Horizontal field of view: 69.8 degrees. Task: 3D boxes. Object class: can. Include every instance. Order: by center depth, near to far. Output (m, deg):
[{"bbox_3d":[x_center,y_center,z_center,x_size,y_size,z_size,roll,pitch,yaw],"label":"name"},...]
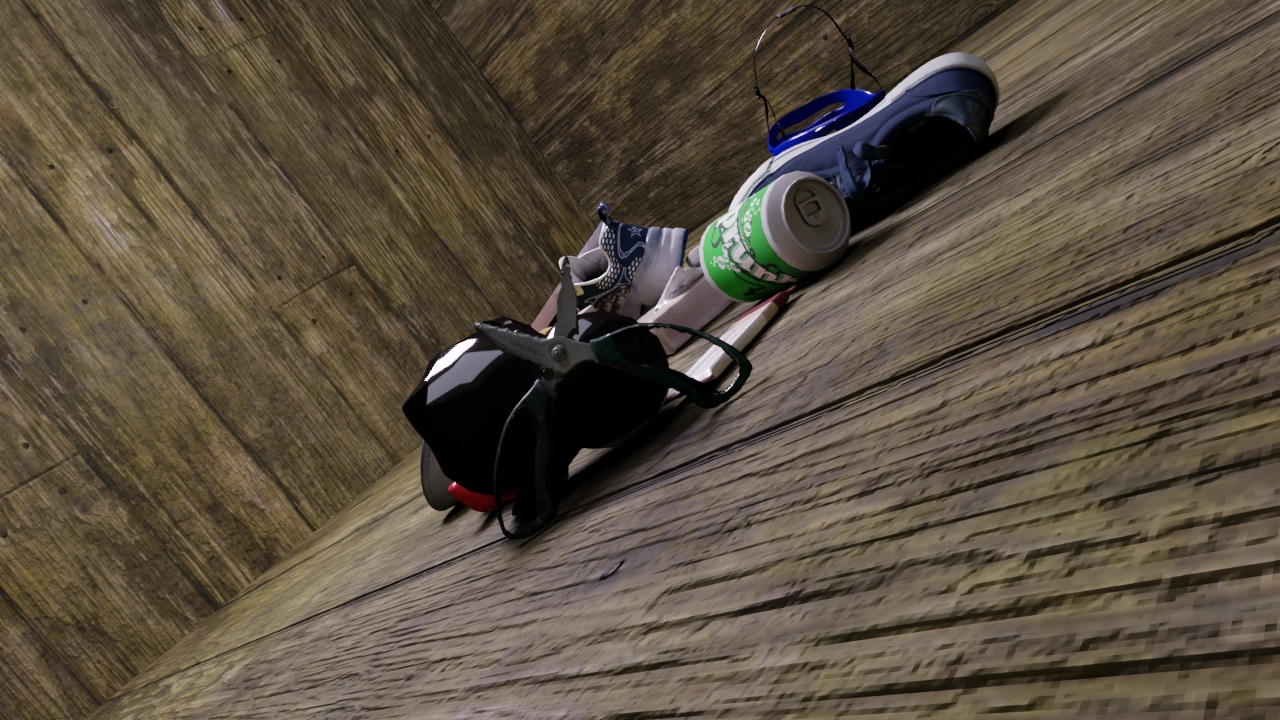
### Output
[{"bbox_3d":[0.119,-0.109,0.831,0.087,0.088,0.140,-41,7,-27],"label":"can"}]

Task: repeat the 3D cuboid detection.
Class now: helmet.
[{"bbox_3d":[0.216,-0.312,1.126,0.148,0.228,0.241,-27,8,1],"label":"helmet"}]

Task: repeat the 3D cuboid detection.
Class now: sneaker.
[{"bbox_3d":[0.192,-0.161,0.854,0.295,0.120,0.127,-29,33,40],"label":"sneaker"},{"bbox_3d":[-0.050,-0.089,1.172,0.270,0.132,0.103,-53,20,46],"label":"sneaker"}]

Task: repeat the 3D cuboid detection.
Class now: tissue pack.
[{"bbox_3d":[0.061,-0.074,1.020,0.181,0.071,0.104,-36,5,-26],"label":"tissue pack"}]

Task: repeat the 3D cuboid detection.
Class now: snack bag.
[{"bbox_3d":[0.073,-0.013,0.733,0.057,0.013,0.157,-34,7,45],"label":"snack bag"}]

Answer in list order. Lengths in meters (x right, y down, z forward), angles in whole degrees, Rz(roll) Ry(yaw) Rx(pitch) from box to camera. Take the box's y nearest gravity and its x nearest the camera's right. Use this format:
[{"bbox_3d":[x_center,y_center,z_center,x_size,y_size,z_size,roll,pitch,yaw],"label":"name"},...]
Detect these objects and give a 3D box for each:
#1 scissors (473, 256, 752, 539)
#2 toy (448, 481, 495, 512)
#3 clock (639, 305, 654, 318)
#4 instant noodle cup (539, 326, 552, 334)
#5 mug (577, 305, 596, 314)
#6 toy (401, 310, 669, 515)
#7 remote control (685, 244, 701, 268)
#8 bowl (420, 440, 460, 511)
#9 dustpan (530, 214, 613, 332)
[{"bbox_3d":[-0.037,0.036,0.625,0.015,0.202,0.205,10,-84,-71],"label":"scissors"},{"bbox_3d":[-0.114,0.082,0.866,0.131,0.097,0.124,-56,2,-3],"label":"toy"},{"bbox_3d":[0.022,-0.080,1.290,0.094,0.042,0.120,-54,13,-22],"label":"clock"},{"bbox_3d":[-0.062,-0.004,1.093,0.113,0.100,0.100,-17,19,45],"label":"instant noodle cup"},{"bbox_3d":[-0.035,0.006,0.800,0.112,0.097,0.078,-31,9,42],"label":"mug"},{"bbox_3d":[-0.071,0.024,0.695,0.184,0.159,0.140,-20,-20,22],"label":"toy"},{"bbox_3d":[0.125,-0.150,1.086,0.151,0.019,0.074,-25,-3,-9],"label":"remote control"},{"bbox_3d":[-0.190,0.105,1.032,0.057,0.137,0.136,6,20,13],"label":"bowl"},{"bbox_3d":[-0.086,-0.075,1.314,0.236,0.080,0.273,-56,-28,0],"label":"dustpan"}]
